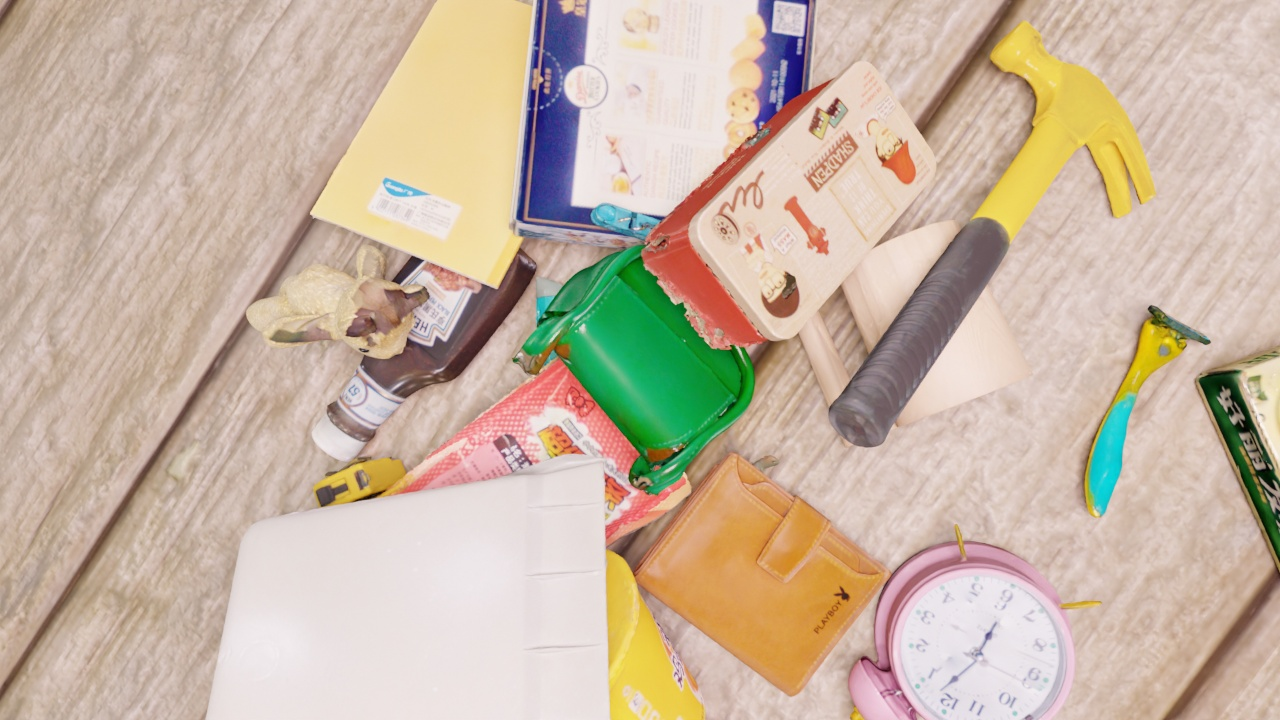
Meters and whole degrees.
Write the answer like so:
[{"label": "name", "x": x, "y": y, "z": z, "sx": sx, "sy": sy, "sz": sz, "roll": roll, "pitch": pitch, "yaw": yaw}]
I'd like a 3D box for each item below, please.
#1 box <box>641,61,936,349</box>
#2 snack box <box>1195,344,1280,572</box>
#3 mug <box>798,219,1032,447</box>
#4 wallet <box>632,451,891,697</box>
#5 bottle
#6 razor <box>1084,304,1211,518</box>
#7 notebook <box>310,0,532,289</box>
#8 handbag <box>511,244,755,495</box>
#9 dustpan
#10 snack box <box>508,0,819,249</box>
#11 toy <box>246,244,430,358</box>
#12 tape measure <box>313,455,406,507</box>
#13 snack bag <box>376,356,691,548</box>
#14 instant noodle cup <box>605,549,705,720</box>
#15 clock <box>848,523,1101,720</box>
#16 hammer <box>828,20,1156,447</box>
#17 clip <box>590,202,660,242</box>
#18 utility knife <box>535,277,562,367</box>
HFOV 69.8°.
[{"label": "box", "x": 0.085, "y": -0.086, "z": 0.539, "sx": 0.168, "sy": 0.081, "sz": 0.091, "roll": -46, "pitch": 106, "yaw": -23}, {"label": "snack box", "x": 0.425, "y": 0.097, "z": 0.515, "sx": 0.114, "sy": 0.063, "sz": 0.240, "roll": -20, "pitch": 83, "yaw": 8}, {"label": "mug", "x": 0.162, "y": -0.014, "z": 0.571, "sx": 0.125, "sy": 0.084, "sz": 0.103, "roll": -27, "pitch": 80, "yaw": 35}, {"label": "wallet", "x": 0.081, "y": 0.131, "z": 0.588, "sx": 0.130, "sy": 0.035, "sz": 0.119, "roll": 37, "pitch": 95, "yaw": -3}, {"label": "bottle", "x": -0.158, "y": -0.013, "z": 0.643, "sx": 0.080, "sy": 0.044, "sz": 0.195, "roll": 42, "pitch": 96, "yaw": 19}, {"label": "razor", "x": 0.300, "y": 0.034, "z": 0.560, "sx": 0.043, "sy": 0.028, "sz": 0.132, "roll": 24, "pitch": 89, "yaw": -20}, {"label": "notebook", "x": -0.116, "y": -0.162, "z": 0.633, "sx": 0.146, "sy": 0.010, "sz": 0.206, "roll": 22, "pitch": 75, "yaw": 11}, {"label": "handbag", "x": -0.003, "y": 0.003, "z": 0.563, "sx": 0.131, "sy": 0.119, "sz": 0.068, "roll": 51, "pitch": 140, "yaw": -10}, {"label": "dustpan", "x": -0.144, "y": 0.187, "z": 0.526, "sx": 0.258, "sy": 0.143, "sz": 0.222, "roll": -2, "pitch": 58, "yaw": -1}, {"label": "snack box", "x": 0.016, "y": -0.162, "z": 0.591, "sx": 0.182, "sy": 0.046, "sz": 0.178, "roll": 6, "pitch": 88, "yaw": -7}, {"label": "toy", "x": -0.211, "y": -0.034, "z": 0.622, "sx": 0.157, "sy": 0.104, "sz": 0.066, "roll": 6, "pitch": 126, "yaw": 40}, {"label": "tape measure", "x": -0.198, "y": 0.084, "z": 0.638, "sx": 0.057, "sy": 0.060, "sz": 0.029, "roll": -24, "pitch": 84, "yaw": 14}, {"label": "snack bag", "x": -0.084, "y": 0.094, "z": 0.609, "sx": 0.208, "sy": 0.073, "sz": 0.128, "roll": -35, "pitch": 96, "yaw": 5}, {"label": "instant noodle cup", "x": -0.033, "y": 0.200, "z": 0.554, "sx": 0.138, "sy": 0.138, "sz": 0.110, "roll": -32, "pitch": 118, "yaw": 7}, {"label": "clock", "x": 0.194, "y": 0.189, "z": 0.556, "sx": 0.117, "sy": 0.059, "sz": 0.158, "roll": 27, "pitch": 94, "yaw": 12}, {"label": "hammer", "x": 0.195, "y": -0.068, "z": 0.517, "sx": 0.129, "sy": 0.033, "sz": 0.300, "roll": 42, "pitch": 66, "yaw": 0}, {"label": "clip", "x": -0.003, "y": -0.082, "z": 0.555, "sx": 0.057, "sy": 0.047, "sz": 0.014, "roll": 16, "pitch": 86, "yaw": -13}, {"label": "utility knife", "x": -0.055, "y": 0.016, "z": 0.638, "sx": 0.029, "sy": 0.013, "sz": 0.151, "roll": -5, "pitch": 88, "yaw": 13}]
